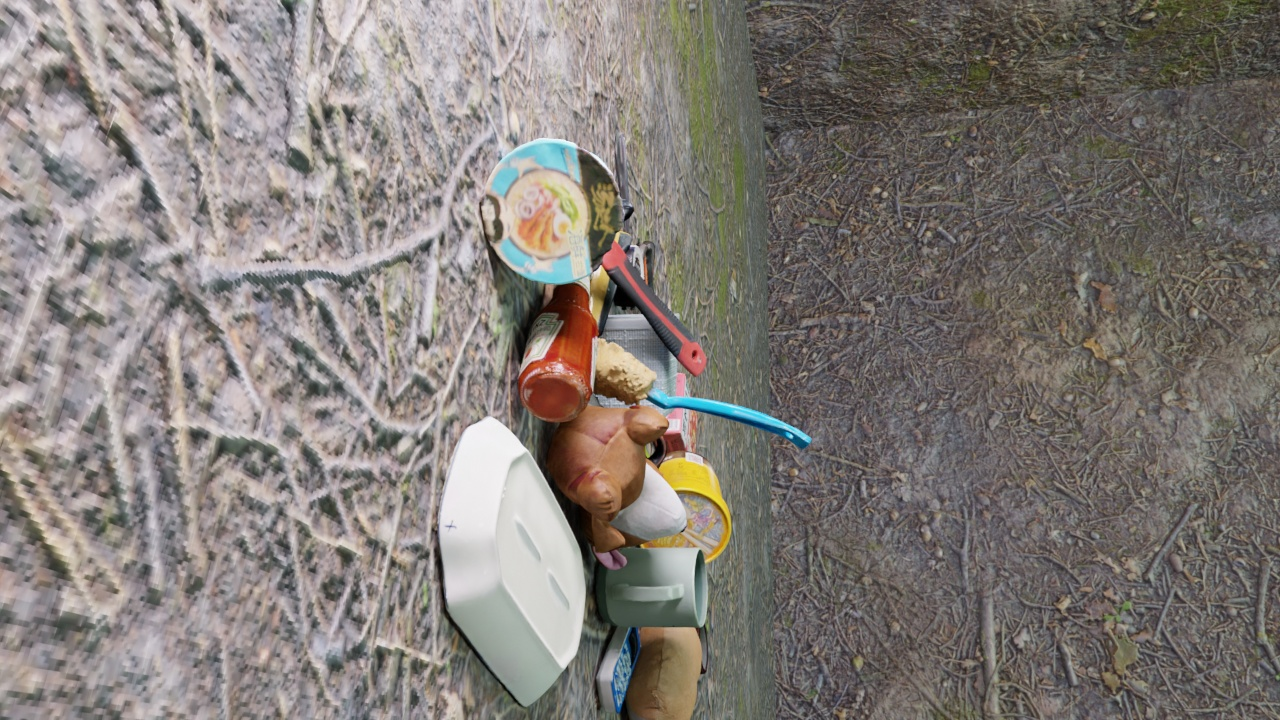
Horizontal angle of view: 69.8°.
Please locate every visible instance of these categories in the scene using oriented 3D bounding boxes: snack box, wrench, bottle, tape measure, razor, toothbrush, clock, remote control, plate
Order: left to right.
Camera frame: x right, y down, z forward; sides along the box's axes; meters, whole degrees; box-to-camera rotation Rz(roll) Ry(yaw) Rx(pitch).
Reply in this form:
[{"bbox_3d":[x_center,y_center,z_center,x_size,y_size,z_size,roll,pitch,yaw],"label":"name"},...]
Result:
[{"bbox_3d":[-0.088,0.158,0.709,0.266,0.034,0.161,73,19,-47],"label":"plate"},{"bbox_3d":[-0.066,-0.031,0.808,0.205,0.060,0.060,-87,167,-52],"label":"bottle"},{"bbox_3d":[-0.047,-0.094,0.940,0.067,0.062,0.167,32,56,-37],"label":"razor"},{"bbox_3d":[-0.022,0.320,0.981,0.124,0.024,0.049,-56,141,-68],"label":"remote control"},{"bbox_3d":[-0.020,-0.193,1.142,0.018,0.016,0.181,-16,103,-68],"label":"toothbrush"},{"bbox_3d":[-0.018,-0.103,1.090,0.066,0.033,0.065,69,24,-58],"label":"tape measure"},{"bbox_3d":[-0.013,-0.086,0.901,0.273,0.016,0.056,53,48,-24],"label":"wrench"},{"bbox_3d":[0.051,0.082,1.321,0.113,0.044,0.126,71,20,-51],"label":"snack box"},{"bbox_3d":[0.060,0.380,1.261,0.082,0.055,0.122,24,62,-75],"label":"clock"}]

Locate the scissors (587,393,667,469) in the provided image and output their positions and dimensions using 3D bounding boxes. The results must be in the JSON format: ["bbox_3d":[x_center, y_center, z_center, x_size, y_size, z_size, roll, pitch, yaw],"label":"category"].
[{"bbox_3d":[-0.040,0.083,0.919,0.204,0.015,0.199,-8,126,-42],"label":"scissors"}]

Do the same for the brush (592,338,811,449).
[{"bbox_3d":[0.045,0.037,0.895,0.083,0.254,0.045,112,-4,-67],"label":"brush"}]

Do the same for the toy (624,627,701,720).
[{"bbox_3d":[0.035,0.356,1.108,0.225,0.082,0.143,-61,155,-67],"label":"toy"}]

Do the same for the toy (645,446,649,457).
[{"bbox_3d":[-0.004,0.118,1.101,0.096,0.031,0.100,-49,134,-75],"label":"toy"}]

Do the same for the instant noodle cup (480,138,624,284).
[{"bbox_3d":[-0.065,-0.131,0.755,0.120,0.111,0.111,-81,164,-71],"label":"instant noodle cup"}]

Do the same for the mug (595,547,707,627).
[{"bbox_3d":[0.009,0.237,0.952,0.111,0.106,0.082,29,59,-75],"label":"mug"}]

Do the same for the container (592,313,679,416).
[{"bbox_3d":[-0.006,0.006,0.996,0.089,0.090,0.111,-22,111,-76],"label":"container"}]

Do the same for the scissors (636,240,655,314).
[{"bbox_3d":[0.011,-0.064,1.211,0.221,0.022,0.227,83,8,-49],"label":"scissors"}]

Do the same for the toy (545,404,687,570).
[{"bbox_3d":[-0.013,0.121,0.871,0.139,0.130,0.200,-54,160,-25],"label":"toy"}]

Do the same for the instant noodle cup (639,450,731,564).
[{"bbox_3d":[0.054,0.182,1.166,0.114,0.118,0.118,-83,165,-64],"label":"instant noodle cup"}]
